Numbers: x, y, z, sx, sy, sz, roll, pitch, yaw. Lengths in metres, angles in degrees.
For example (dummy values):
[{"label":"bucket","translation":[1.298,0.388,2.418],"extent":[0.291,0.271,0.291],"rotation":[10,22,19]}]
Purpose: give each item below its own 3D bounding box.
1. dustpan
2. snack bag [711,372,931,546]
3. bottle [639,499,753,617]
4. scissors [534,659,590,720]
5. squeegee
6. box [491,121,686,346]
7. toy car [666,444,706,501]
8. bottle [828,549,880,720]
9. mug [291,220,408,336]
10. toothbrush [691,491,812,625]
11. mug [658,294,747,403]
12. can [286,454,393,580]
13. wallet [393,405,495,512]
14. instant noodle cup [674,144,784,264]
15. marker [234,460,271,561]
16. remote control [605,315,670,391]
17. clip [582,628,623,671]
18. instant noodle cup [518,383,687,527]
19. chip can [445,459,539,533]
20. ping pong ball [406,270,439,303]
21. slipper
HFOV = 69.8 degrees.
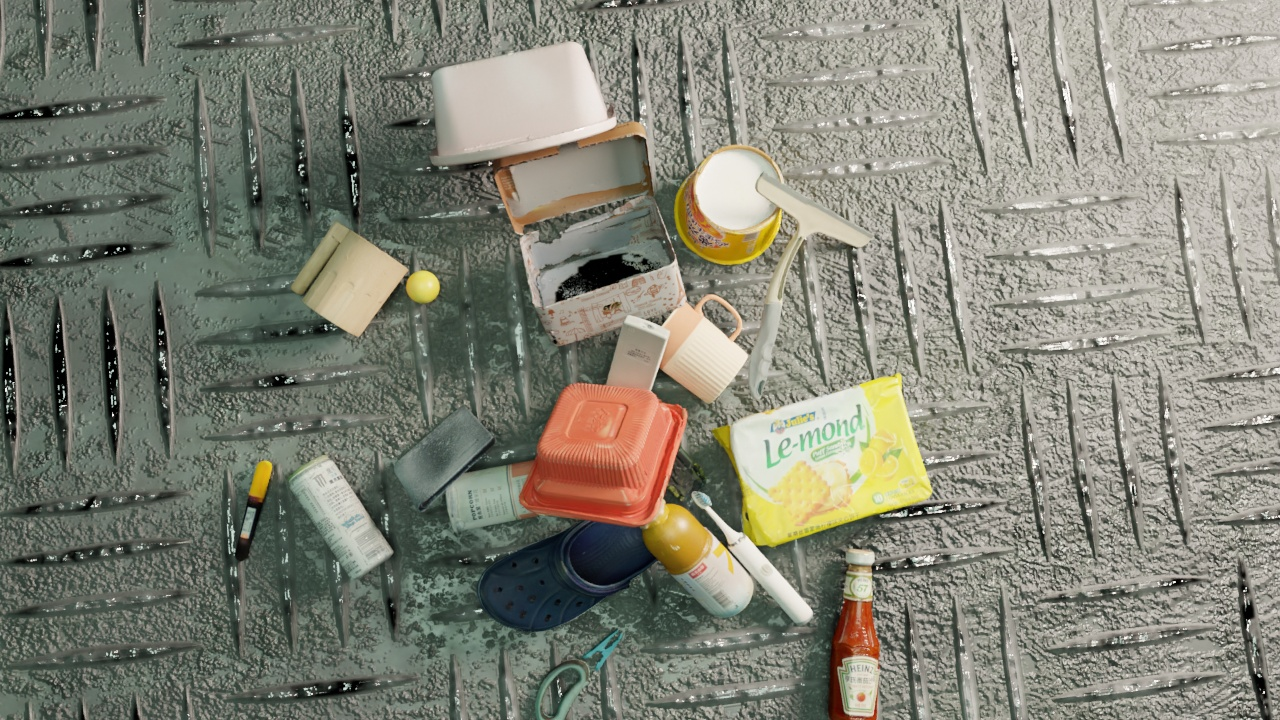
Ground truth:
[{"label":"dustpan","translation":[-0.134,-0.251,1.042],"extent":[0.222,0.273,0.138],"rotation":[-13,82,1]},{"label":"snack bag","translation":[0.225,0.123,1.122],"extent":[0.246,0.068,0.158],"rotation":[-16,86,-3]},{"label":"bottle","translation":[0.059,0.225,1.072],"extent":[0.068,0.068,0.189],"rotation":[-44,116,-6]},{"label":"scissors","translation":[-0.060,0.457,1.106],"extent":[0.178,0.019,0.170],"rotation":[18,83,-2]},{"label":"squeegee","translation":[0.168,-0.073,1.109],"extent":[0.039,0.246,0.246],"rotation":[21,95,44]},{"label":"box","translation":[-0.056,-0.152,1.057],"extent":[0.183,0.193,0.156],"rotation":[-18,54,0]},{"label":"toy car","translation":[0.036,0.126,1.133],"extent":[0.048,0.032,0.105],"rotation":[-43,99,-6]},{"label":"bottle","translation":[0.261,0.334,1.108],"extent":[0.060,0.060,0.206],"rotation":[4,85,-2]},{"label":"mug","translation":[-0.361,-0.102,1.119],"extent":[0.125,0.084,0.103],"rotation":[32,85,25]},{"label":"toothbrush","translation":[0.132,0.235,1.097],"extent":[0.221,0.026,0.026],"rotation":[49,53,-15]},{"label":"mug","translation":[0.076,-0.021,1.119],"extent":[0.106,0.081,0.114],"rotation":[39,98,0]},{"label":"can","translation":[-0.359,0.188,1.097],"extent":[0.058,0.058,0.146],"rotation":[-35,87,-5]},{"label":"wallet","translation":[-0.234,0.115,1.096],"extent":[0.120,0.097,0.019],"rotation":[-44,129,-7]},{"label":"instant noodle cup","translation":[0.113,-0.195,1.126],"extent":[0.138,0.110,0.138],"rotation":[0,84,-1]},{"label":"marker","translation":[-0.471,0.183,1.116],"extent":[0.018,0.015,0.124],"rotation":[14,87,0]},{"label":"remote control","translation":[-0.007,0.006,1.101],"extent":[0.056,0.135,0.019],"rotation":[21,43,5]},{"label":"clip","translation":[-0.043,0.351,1.118],"extent":[0.049,0.015,0.056],"rotation":[42,86,4]},{"label":"instant noodle cup","translation":[-0.042,0.092,1.046],"extent":[0.165,0.079,0.188],"rotation":[4,43,16]},{"label":"chip can","translation":[-0.121,0.152,1.104],"extent":[0.214,0.071,0.071],"rotation":[-10,85,-3]},{"label":"ping pong ball","translation":[-0.269,-0.091,1.135],"extent":[0.040,0.040,0.040],"rotation":[0,85,-2]},{"label":"slipper","translation":[-0.069,0.246,1.088],"extent":[0.252,0.095,0.105],"rotation":[-25,84,-8]}]
